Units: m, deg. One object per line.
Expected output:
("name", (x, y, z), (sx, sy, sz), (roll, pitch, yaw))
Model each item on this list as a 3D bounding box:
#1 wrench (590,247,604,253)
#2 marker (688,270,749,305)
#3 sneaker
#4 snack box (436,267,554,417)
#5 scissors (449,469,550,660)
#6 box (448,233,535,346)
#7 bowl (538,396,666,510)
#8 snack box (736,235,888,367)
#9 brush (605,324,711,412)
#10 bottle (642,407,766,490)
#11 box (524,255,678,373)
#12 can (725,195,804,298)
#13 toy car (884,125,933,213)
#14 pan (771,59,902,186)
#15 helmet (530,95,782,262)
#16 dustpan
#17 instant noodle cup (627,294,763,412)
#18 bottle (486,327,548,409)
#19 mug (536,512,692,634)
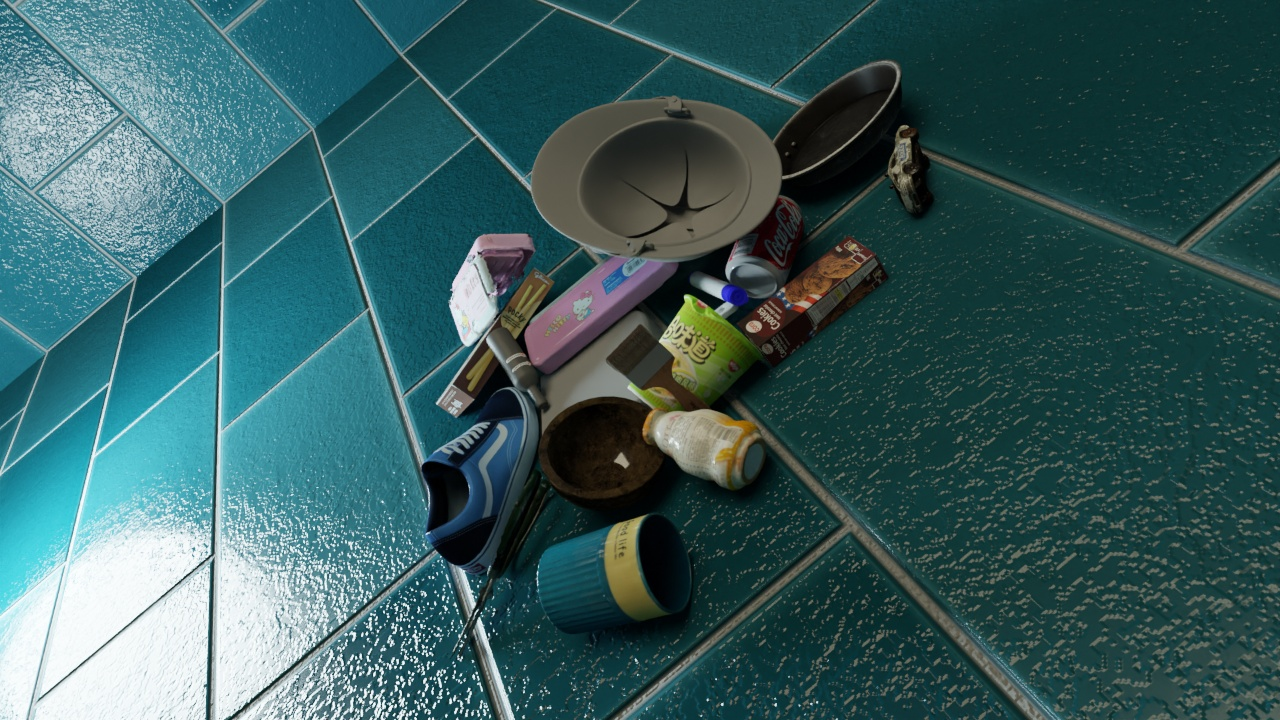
("wrench", (0.021, -0.219, 1.127), (0.087, 0.018, 0.272), (15, 53, 23))
("marker", (0.082, -0.078, 0.982), (0.020, 0.020, 0.141), (-42, 19, -2))
("sneaker", (-0.176, 0.102, 0.982), (0.084, 0.098, 0.240), (-24, 37, 27))
("snack box", (-0.182, -0.022, 1.148), (0.185, 0.031, 0.101), (-59, 11, -25))
("scissors", (-0.132, 0.194, 0.889), (0.146, 0.015, 0.210), (-29, -35, -86))
("box", (-0.194, -0.084, 1.190), (0.202, 0.086, 0.102), (148, 117, -65))
("bowl", (-0.033, 0.098, 0.881), (0.121, 0.056, 0.121), (-4, 47, 4))
("snack box", (0.168, -0.058, 0.900), (0.141, 0.032, 0.051), (-38, 35, 3))
("brush", (0.031, 0.024, 0.839), (0.045, 0.143, 0.008), (-46, 33, 6))
("bottle", (0.055, 0.073, 0.816), (0.109, 0.063, 0.063), (17, 63, 34))
("box", (-0.050, -0.086, 1.092), (0.214, 0.049, 0.149), (-38, 23, 17))
("can", (0.134, -0.121, 0.973), (0.064, 0.064, 0.104), (-6, 47, 39))
("toy car", (0.273, -0.196, 0.940), (0.041, 0.048, 0.112), (-14, 41, 26))
("pan", (0.169, -0.266, 1.115), (0.358, 0.055, 0.187), (-6, 46, 56))
("helmet", (0.025, -0.173, 0.985), (0.271, 0.117, 0.183), (10, 76, 21))
("dustpan", (-0.006, 0.006, 0.997), (0.258, 0.033, 0.163), (-37, 33, 20))
("instant noodle cup", (0.048, 0.007, 0.893), (0.108, 0.099, 0.099), (-51, 35, 0))
("bottle", (-0.139, 0.012, 1.057), (0.030, 0.030, 0.113), (-38, 63, 3))
("mug", (-0.016, 0.176, 0.782), (0.107, 0.083, 0.113), (-23, 9, 27))
